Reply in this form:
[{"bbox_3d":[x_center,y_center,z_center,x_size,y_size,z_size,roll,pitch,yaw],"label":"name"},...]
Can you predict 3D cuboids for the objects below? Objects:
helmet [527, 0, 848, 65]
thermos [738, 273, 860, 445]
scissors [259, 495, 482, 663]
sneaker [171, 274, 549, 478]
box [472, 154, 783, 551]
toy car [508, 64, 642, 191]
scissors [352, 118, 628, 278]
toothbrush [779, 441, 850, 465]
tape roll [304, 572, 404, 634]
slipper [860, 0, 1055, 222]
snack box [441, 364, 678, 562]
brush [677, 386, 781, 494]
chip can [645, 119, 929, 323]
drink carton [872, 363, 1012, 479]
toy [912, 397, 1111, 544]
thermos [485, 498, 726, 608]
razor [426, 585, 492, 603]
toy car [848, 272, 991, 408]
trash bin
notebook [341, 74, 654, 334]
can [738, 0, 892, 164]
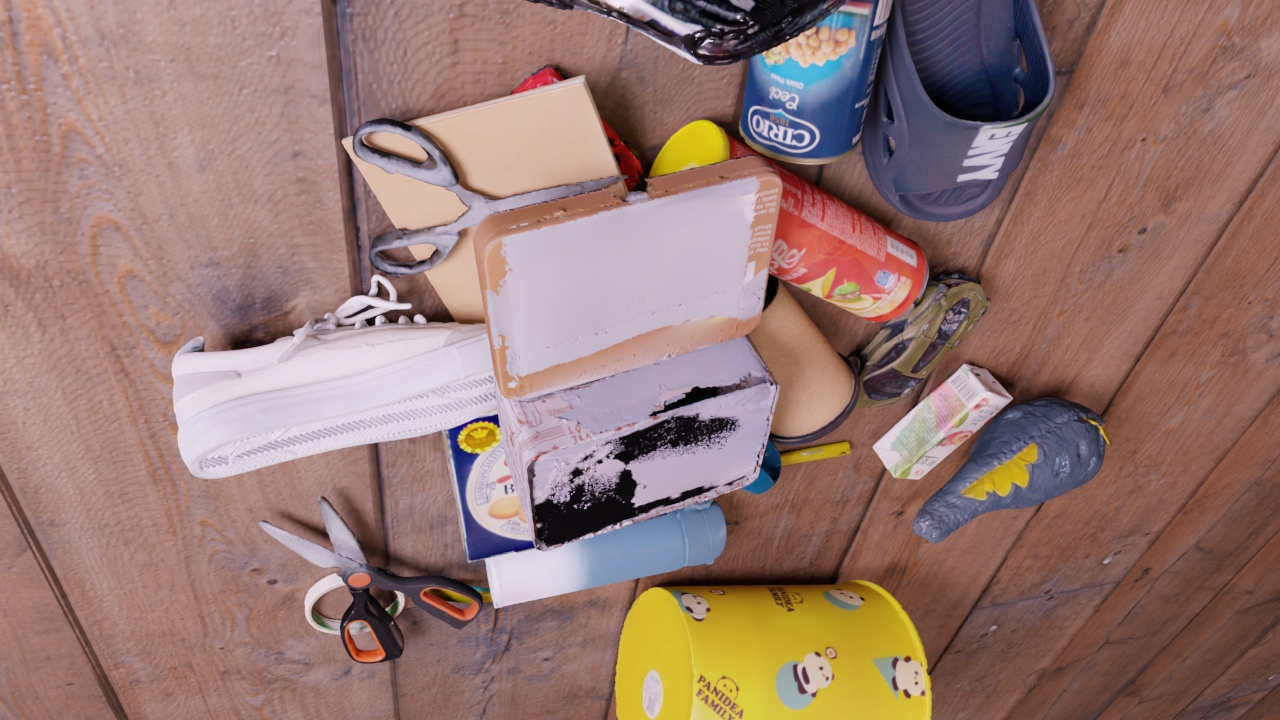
[{"bbox_3d":[0.000,-0.263,0.359,0.274,0.156,0.231,20,125,-23],"label":"helmet"},{"bbox_3d":[0.107,-0.002,0.709,0.093,0.093,0.143,-31,127,9],"label":"thermos"},{"bbox_3d":[-0.221,0.187,0.785,0.204,0.021,0.225,0,129,-19],"label":"scissors"},{"bbox_3d":[-0.178,0.001,0.604,0.241,0.090,0.090,-14,159,-25],"label":"sneaker"},{"bbox_3d":[-0.003,0.003,0.578,0.177,0.082,0.261,-16,142,-15],"label":"box"},{"bbox_3d":[-0.039,-0.131,0.562,0.049,0.031,0.106,-36,137,15],"label":"toy car"},{"bbox_3d":[-0.096,-0.088,0.556,0.181,0.014,0.160,30,132,-30],"label":"scissors"},{"bbox_3d":[0.108,0.101,0.854,0.190,0.016,0.016,-10,136,-13],"label":"toothbrush"},{"bbox_3d":[-0.256,0.217,0.825,0.085,0.014,0.086,-11,135,-12],"label":"tape roll"},{"bbox_3d":[0.198,-0.179,0.573,0.111,0.083,0.268,-21,135,1],"label":"slipper"},{"bbox_3d":[-0.064,0.077,0.743,0.177,0.045,0.183,-11,136,-12],"label":"snack box"},{"bbox_3d":[0.078,0.074,0.775,0.055,0.073,0.144,-38,134,9],"label":"brush"},{"bbox_3d":[0.107,-0.089,0.630,0.216,0.073,0.073,18,123,-35],"label":"chip can"},{"bbox_3d":[0.280,0.058,0.859,0.053,0.045,0.123,9,132,-45],"label":"drink carton"},{"bbox_3d":[0.374,0.096,0.873,0.355,0.091,0.138,-2,131,-49],"label":"toy"},{"bbox_3d":[-0.030,0.170,0.835,0.220,0.070,0.070,-9,135,-14],"label":"thermos"},{"bbox_3d":[-0.141,0.212,0.859,0.132,0.028,0.043,1,135,-20],"label":"razor"},{"bbox_3d":[0.229,-0.011,0.778,0.070,0.042,0.158,11,130,-29],"label":"toy car"},{"bbox_3d":[0.126,0.337,0.954,0.255,0.229,0.230,10,128,-23],"label":"trash bin"},{"bbox_3d":[-0.072,-0.074,0.591,0.150,0.012,0.212,-11,138,12],"label":"notebook"},{"bbox_3d":[0.102,-0.182,0.534,0.075,0.075,0.111,-9,134,-14],"label":"can"}]
